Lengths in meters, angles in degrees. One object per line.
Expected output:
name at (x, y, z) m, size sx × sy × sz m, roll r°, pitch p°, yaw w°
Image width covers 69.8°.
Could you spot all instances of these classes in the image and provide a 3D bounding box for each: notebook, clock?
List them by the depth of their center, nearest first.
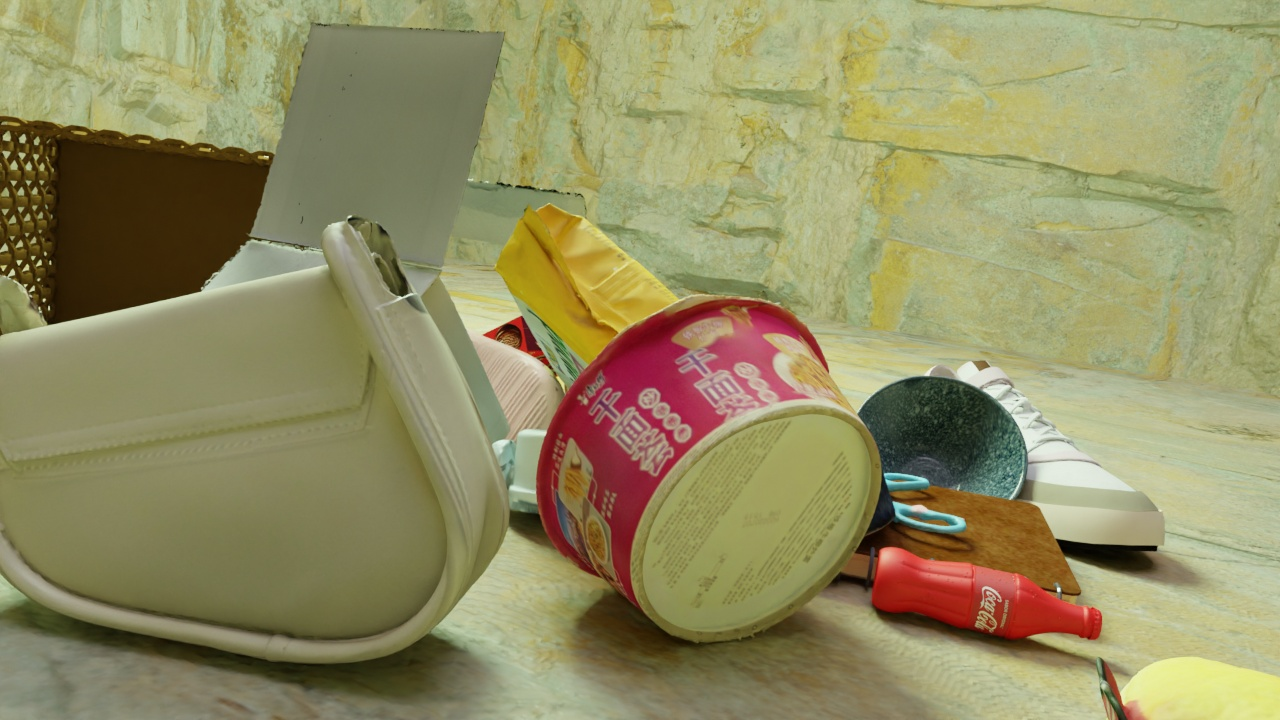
clock at (-0.056, 0.075, 0.616) m, size 0.118 × 0.057 × 0.083 m, roll 0°, pitch -4°, yaw 41°
notebook at (0.164, 0.114, 0.625) m, size 0.226 × 0.024 × 0.167 m, roll 9°, pitch 13°, yaw 13°

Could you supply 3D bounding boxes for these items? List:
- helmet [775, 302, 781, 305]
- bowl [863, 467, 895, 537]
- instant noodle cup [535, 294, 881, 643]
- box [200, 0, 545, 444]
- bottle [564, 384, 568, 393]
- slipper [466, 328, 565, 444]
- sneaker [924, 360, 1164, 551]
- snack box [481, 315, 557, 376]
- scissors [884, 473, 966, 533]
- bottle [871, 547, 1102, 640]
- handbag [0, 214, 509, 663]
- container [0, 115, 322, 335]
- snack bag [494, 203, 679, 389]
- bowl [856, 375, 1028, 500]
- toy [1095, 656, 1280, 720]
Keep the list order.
helmet at (0.057, 0.031, 0.856) m, size 0.184 × 0.117 × 0.270 m, roll -23°, pitch -2°, yaw 29°
bowl at (0.111, 0.069, 0.592) m, size 0.110 × 0.055 × 0.110 m, roll 0°, pitch 16°, yaw 0°
instant noodle cup at (0.044, 0.064, 0.462) m, size 0.178 × 0.179 × 0.077 m, roll 2°, pitch 27°, yaw -30°
box at (-0.174, -0.085, 0.636) m, size 0.167 × 0.330 × 0.164 m, roll 12°, pitch 1°, yaw 24°
bottle at (-0.027, 0.025, 0.971) m, size 0.108 × 0.063 × 0.063 m, roll -1°, pitch 12°, yaw -45°
slipper at (-0.120, 0.033, 0.757) m, size 0.197 × 0.093 × 0.081 m, roll 31°, pitch -8°, yaw 41°
sneaker at (0.326, 0.069, 0.785) m, size 0.111 × 0.116 × 0.294 m, roll 5°, pitch 9°, yaw -16°
snack box at (-0.118, -0.007, 0.982) m, size 0.132 × 0.035 × 0.152 m, roll -1°, pitch -14°, yaw -46°
scissors at (0.164, 0.092, 0.641) m, size 0.135 × 0.015 × 0.129 m, roll 16°, pitch 15°, yaw 30°
bottle at (0.192, 0.134, 0.512) m, size 0.119 × 0.036 × 0.036 m, roll 10°, pitch 9°, yaw 14°
handbag at (-0.179, 0.036, 0.429) m, size 0.229 × 0.184 × 0.132 m, roll -9°, pitch 5°, yaw 6°
container at (-0.400, -0.079, 0.808) m, size 0.251 × 0.220 × 0.214 m, roll 4°, pitch 9°, yaw -22°
snack bag at (-0.004, 0.004, 0.608) m, size 0.159 × 0.068 × 0.247 m, roll 45°, pitch -10°, yaw 18°
bowl at (0.236, 0.084, 0.746) m, size 0.137 × 0.136 × 0.057 m, roll 9°, pitch -31°, yaw 13°
toy at (0.215, 0.152, 0.259) m, size 0.207 × 0.092 × 0.133 m, roll 17°, pitch 15°, yaw 2°
